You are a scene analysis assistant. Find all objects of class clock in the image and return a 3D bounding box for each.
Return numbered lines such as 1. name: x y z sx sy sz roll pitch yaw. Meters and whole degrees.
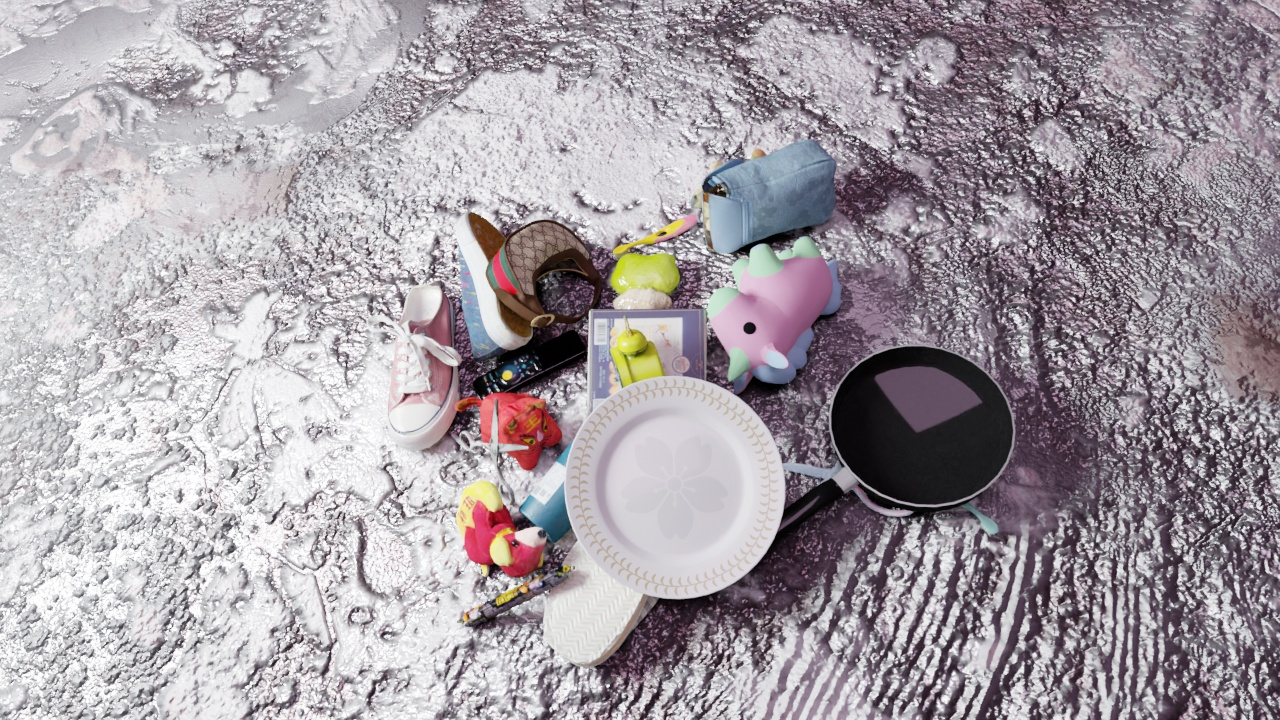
1. clock: -0.006 0.006 1.065 0.057 0.083 0.119 -17 95 -3

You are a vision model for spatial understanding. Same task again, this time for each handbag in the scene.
1. handbag: 0.162 -0.230 1.234 0.192 0.122 0.118 -22 50 -7
2. handbag: -0.121 -0.108 1.196 0.138 0.063 0.166 44 39 2

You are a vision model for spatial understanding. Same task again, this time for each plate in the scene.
1. plate: 0.038 0.137 1.008 0.242 0.016 0.242 1 77 -5

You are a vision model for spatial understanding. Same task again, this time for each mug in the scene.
1. mug: -0.080 0.148 1.069 0.078 0.078 0.121 37 75 23

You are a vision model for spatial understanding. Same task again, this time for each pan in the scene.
1. pan: 0.260 0.120 1.048 0.355 0.044 0.204 -34 61 -10

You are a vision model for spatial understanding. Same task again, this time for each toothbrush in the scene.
1. toothbrush: 0.356 0.150 1.055 0.022 0.017 0.135 -36 61 -14
2. toothbrush: 0.023 -0.173 1.275 0.135 0.016 0.021 -25 59 -11

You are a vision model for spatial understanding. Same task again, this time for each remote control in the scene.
1. remote control: -0.143 0.009 1.185 0.151 0.020 0.041 -27 62 -8

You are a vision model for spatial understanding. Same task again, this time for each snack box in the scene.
1. snack box: 0.009 0.009 1.131 0.145 0.042 0.144 0 80 5

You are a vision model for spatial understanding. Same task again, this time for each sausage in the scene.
1. sausage: -0.138 0.262 1.015 0.155 0.020 0.020 -29 59 14

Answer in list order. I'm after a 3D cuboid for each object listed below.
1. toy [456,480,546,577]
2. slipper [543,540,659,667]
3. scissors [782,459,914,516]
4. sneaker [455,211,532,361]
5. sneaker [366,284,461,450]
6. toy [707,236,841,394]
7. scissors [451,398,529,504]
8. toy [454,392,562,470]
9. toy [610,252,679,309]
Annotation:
1. toy: -0.166 0.201 1.043 0.137 0.106 0.067 31 27 36
2. slipper: -0.012 0.214 1.033 0.114 0.054 0.272 23 70 22
3. scissors: 0.251 0.138 1.073 0.170 0.014 0.168 -40 64 -16
4. sneaker: -0.209 -0.097 1.232 0.079 0.087 0.235 -38 53 24
5. sneaker: -0.282 -0.006 1.168 0.118 0.088 0.240 -6 59 3
6. toy: 0.178 -0.059 1.143 0.221 0.120 0.171 -13 78 -29
7. scissors: -0.180 0.103 1.091 0.014 0.142 0.175 -24 23 -37
8. toy: -0.164 0.061 1.115 0.133 0.094 0.088 24 65 20
9. toy: 0.005 -0.092 1.213 0.092 0.043 0.117 1 63 4
